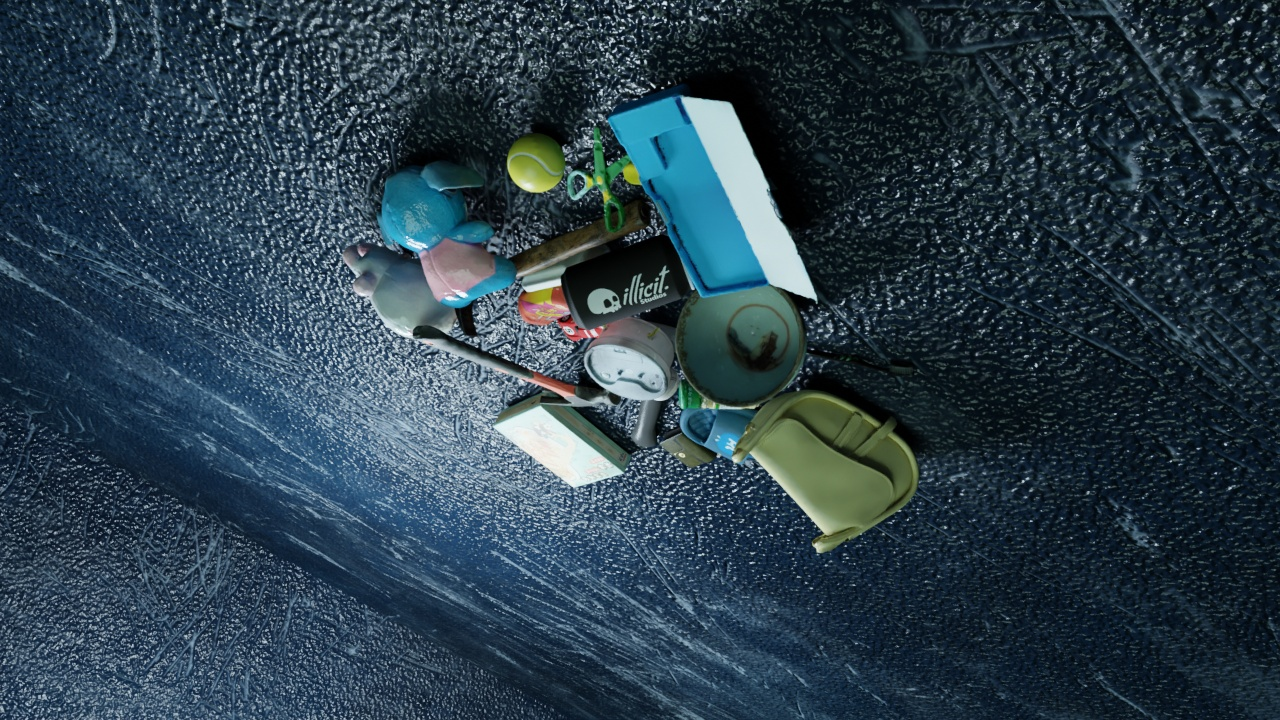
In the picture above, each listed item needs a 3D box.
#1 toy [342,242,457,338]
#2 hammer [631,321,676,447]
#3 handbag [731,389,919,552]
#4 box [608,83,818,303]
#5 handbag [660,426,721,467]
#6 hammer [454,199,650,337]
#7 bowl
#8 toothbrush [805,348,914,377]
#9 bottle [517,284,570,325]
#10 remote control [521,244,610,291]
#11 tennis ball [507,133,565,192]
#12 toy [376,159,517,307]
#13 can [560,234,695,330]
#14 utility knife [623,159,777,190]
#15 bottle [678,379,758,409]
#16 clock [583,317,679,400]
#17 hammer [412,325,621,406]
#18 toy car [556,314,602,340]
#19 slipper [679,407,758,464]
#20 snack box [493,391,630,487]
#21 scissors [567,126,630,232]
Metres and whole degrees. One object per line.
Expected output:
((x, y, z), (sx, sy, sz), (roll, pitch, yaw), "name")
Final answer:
((-0.331, -0.105, 1.278), (0.179, 0.138, 0.102), (35, 126, 2), "toy")
((0.016, 0.045, 1.353), (0.125, 0.029, 0.312), (20, 146, 5), "hammer")
((0.248, 0.133, 1.213), (0.233, 0.190, 0.089), (46, 159, -10), "handbag")
((0.088, -0.172, 0.959), (0.176, 0.059, 0.243), (8, 139, 45), "box")
((0.112, 0.116, 1.397), (0.084, 0.027, 0.179), (38, 139, -21), "handbag")
((-0.121, -0.125, 1.158), (0.331, 0.120, 0.033), (-16, 170, 36), "hammer")
((0.133, -0.026, 1.110), (0.160, 0.160, 0.093), (5, -175, 26), "bowl")
((0.250, -0.005, 1.158), (0.188, 0.014, 0.017), (12, 131, 17), "toothbrush")
((-0.099, -0.084, 1.221), (0.134, 0.048, 0.071), (-13, 165, 40), "bottle")
((-0.098, -0.120, 1.177), (0.134, 0.050, 0.022), (-8, 136, 38), "remote control")
((-0.117, -0.223, 1.036), (0.065, 0.065, 0.065), (16, 145, 11), "tennis ball")
((-0.259, -0.153, 1.167), (0.225, 0.098, 0.191), (-19, 109, 45), "toy")
((-0.015, -0.094, 1.090), (0.146, 0.080, 0.080), (-19, 134, 7), "can")
((0.064, -0.200, 0.999), (0.175, 0.020, 0.029), (10, 141, 21), "utility knife")
((0.109, 0.046, 1.263), (0.110, 0.042, 0.043), (0, 145, -3), "bottle")
((-0.007, 0.007, 1.232), (0.117, 0.058, 0.158), (9, 145, 21), "clock")
((-0.183, 0.012, 1.321), (0.133, 0.033, 0.332), (-4, 160, 41), "hammer")
((-0.076, -0.045, 1.287), (0.090, 0.025, 0.038), (-2, 138, 33), "toy car")
((0.157, 0.119, 1.330), (0.213, 0.059, 0.104), (19, 141, -5), "slipper")
((-0.132, 0.135, 1.548), (0.193, 0.044, 0.142), (42, 141, -23), "snack box")
((-0.049, -0.207, 1.044), (0.123, 0.011, 0.127), (22, 131, 37), "scissors")
